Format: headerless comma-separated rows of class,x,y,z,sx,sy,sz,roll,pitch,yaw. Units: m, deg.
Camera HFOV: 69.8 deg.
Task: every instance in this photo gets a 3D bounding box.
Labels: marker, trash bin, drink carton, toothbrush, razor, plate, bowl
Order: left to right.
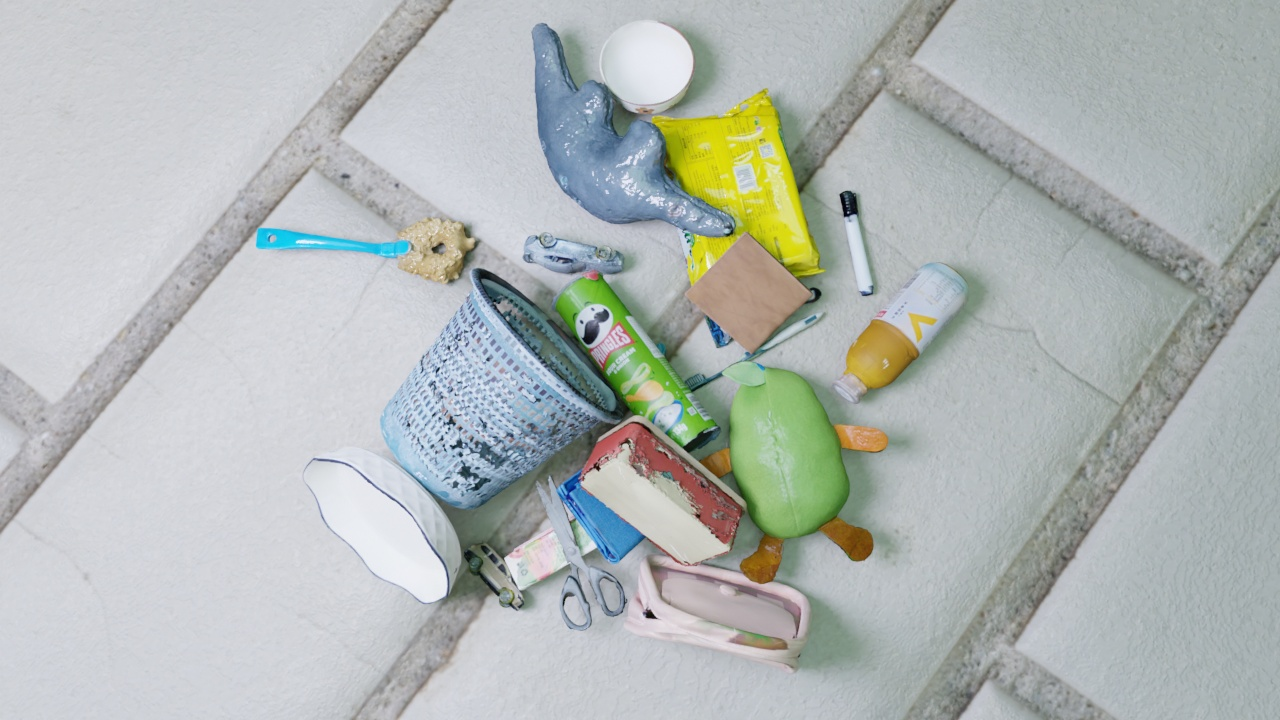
plate,-0.271,0.173,0.985,0.205,0.205,0.045,40,52,5
trash bin,-0.165,0.045,0.997,0.195,0.226,0.226,-43,84,7
drink carton,-0.090,0.209,1.038,0.122,0.053,0.045,-29,83,-4
bowl,0.008,-0.344,1.109,0.113,0.062,0.113,0,76,1
toothbrush,0.133,-0.012,1.088,0.191,0.016,0.018,-30,72,-3
razor,0.150,-0.058,1.091,0.142,0.022,0.042,-19,84,-3
marker,0.262,-0.141,1.105,0.022,0.018,0.130,-9,82,-11

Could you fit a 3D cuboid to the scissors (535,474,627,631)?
scissors,-0.081,0.215,1.003,0.172,0.014,0.145,33,89,-10

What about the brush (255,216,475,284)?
brush,-0.325,-0.137,1.087,0.254,0.046,0.083,3,85,-5

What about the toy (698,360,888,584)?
toy,0.165,0.117,1.033,0.227,0.090,0.246,-13,78,11

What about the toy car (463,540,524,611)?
toy car,-0.163,0.245,1.039,0.035,0.042,0.090,-40,80,-19

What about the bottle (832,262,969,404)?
bottle,0.299,-0.030,1.063,0.068,0.068,0.189,43,84,6

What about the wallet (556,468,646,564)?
wallet,-0.019,0.149,1.022,0.106,0.040,0.132,53,46,3

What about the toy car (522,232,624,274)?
toy car,-0.079,-0.121,1.084,0.120,0.054,0.036,9,79,0

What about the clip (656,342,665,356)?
clip,0.019,0.007,1.083,0.014,0.041,0.056,13,78,3

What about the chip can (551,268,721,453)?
chip can,-0.006,0.006,1.037,0.072,0.072,0.236,-36,73,-5

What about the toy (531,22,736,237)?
toy,-0.037,-0.238,1.067,0.356,0.091,0.138,47,117,17

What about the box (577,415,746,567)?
box,0.023,0.146,0.969,0.168,0.092,0.079,40,46,-15

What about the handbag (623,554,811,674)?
handbag,0.084,0.270,0.938,0.193,0.234,0.093,13,84,2

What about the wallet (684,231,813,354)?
wallet,0.124,-0.076,1.043,0.115,0.020,0.101,40,104,-21

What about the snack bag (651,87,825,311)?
snack bag,0.116,-0.193,1.088,0.158,0.068,0.246,-14,81,-2
